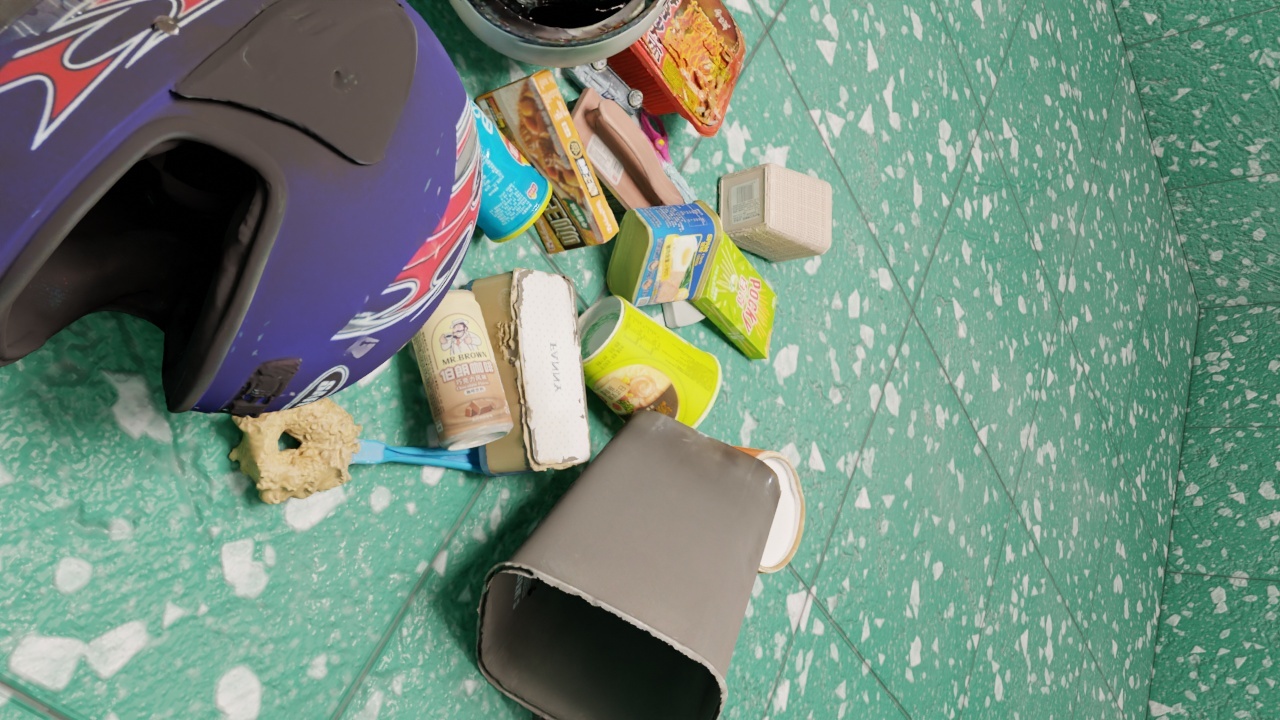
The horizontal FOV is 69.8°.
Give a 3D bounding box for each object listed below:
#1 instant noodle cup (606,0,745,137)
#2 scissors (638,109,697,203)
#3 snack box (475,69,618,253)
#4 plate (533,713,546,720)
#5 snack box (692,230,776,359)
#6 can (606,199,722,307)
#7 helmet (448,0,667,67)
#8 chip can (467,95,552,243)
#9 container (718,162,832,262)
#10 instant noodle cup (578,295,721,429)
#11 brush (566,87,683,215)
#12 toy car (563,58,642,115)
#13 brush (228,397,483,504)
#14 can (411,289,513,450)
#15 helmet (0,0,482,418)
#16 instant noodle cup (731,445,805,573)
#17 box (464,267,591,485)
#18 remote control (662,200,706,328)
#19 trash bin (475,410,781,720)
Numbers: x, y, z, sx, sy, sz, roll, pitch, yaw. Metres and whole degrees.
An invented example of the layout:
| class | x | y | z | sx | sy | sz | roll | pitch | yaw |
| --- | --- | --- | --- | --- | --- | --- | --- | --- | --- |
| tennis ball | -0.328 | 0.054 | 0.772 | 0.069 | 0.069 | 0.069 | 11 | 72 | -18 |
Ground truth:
| class | x | y | z | sx | sy | sz | roll | pitch | yaw |
| --- | --- | --- | --- | --- | --- | --- | --- | --- | --- |
| instant noodle cup | 0.025 | -0.332 | 0.932 | 0.189 | 0.079 | 0.164 | 44 | 52 | -34 |
| scissors | 0.026 | -0.196 | 0.953 | 0.073 | 0.017 | 0.137 | -34 | 97 | -47 |
| snack box | -0.081 | -0.171 | 0.808 | 0.026 | 0.075 | 0.154 | -45 | 119 | -42 |
| plate | -0.027 | 0.325 | 0.863 | 0.179 | 0.024 | 0.179 | 5 | 83 | -48 |
| snack box | 0.107 | -0.071 | 1.028 | 0.156 | 0.026 | 0.085 | 40 | 56 | -49 |
| can | 0.022 | -0.102 | 0.891 | 0.083 | 0.057 | 0.102 | -10 | 136 | -32 |
| helmet | -0.073 | -0.362 | 0.761 | 0.230 | 0.157 | 0.274 | -6 | 79 | -10 |
| chip can | -0.162 | -0.187 | 0.722 | 0.210 | 0.071 | 0.071 | 45 | 55 | -35 |
| container | 0.153 | -0.171 | 1.062 | 0.110 | 0.090 | 0.090 | 9 | 80 | -44 |
| instant noodle cup | -0.005 | 0.005 | 0.864 | 0.123 | 0.112 | 0.111 | 39 | 59 | -29 |
| brush | -0.018 | -0.189 | 0.883 | 0.145 | 0.073 | 0.063 | 45 | 54 | -38 |
| toy car | -0.036 | -0.270 | 0.894 | 0.090 | 0.043 | 0.034 | 34 | 89 | -38 |
| brush | -0.190 | 0.069 | 0.698 | 0.254 | 0.046 | 0.083 | 13 | 73 | -51 |
| can | -0.142 | 0.008 | 0.717 | 0.058 | 0.059 | 0.116 | -6 | 75 | -48 |
| helmet | -0.223 | -0.086 | 0.506 | 0.240 | 0.248 | 0.314 | 40 | 50 | -17 |
| instant noodle cup | 0.091 | 0.153 | 0.944 | 0.151 | 0.112 | 0.151 | 6 | 83 | -48 |
| box | -0.093 | 0.017 | 0.774 | 0.089 | 0.061 | 0.184 | 6 | 79 | -57 |
| remote control | 0.037 | -0.111 | 0.975 | 0.058 | 0.021 | 0.150 | -23 | 104 | -47 |
| trash bin | 0.001 | 0.179 | 0.767 | 0.219 | 0.199 | 0.199 | -56 | 167 | -45 |
